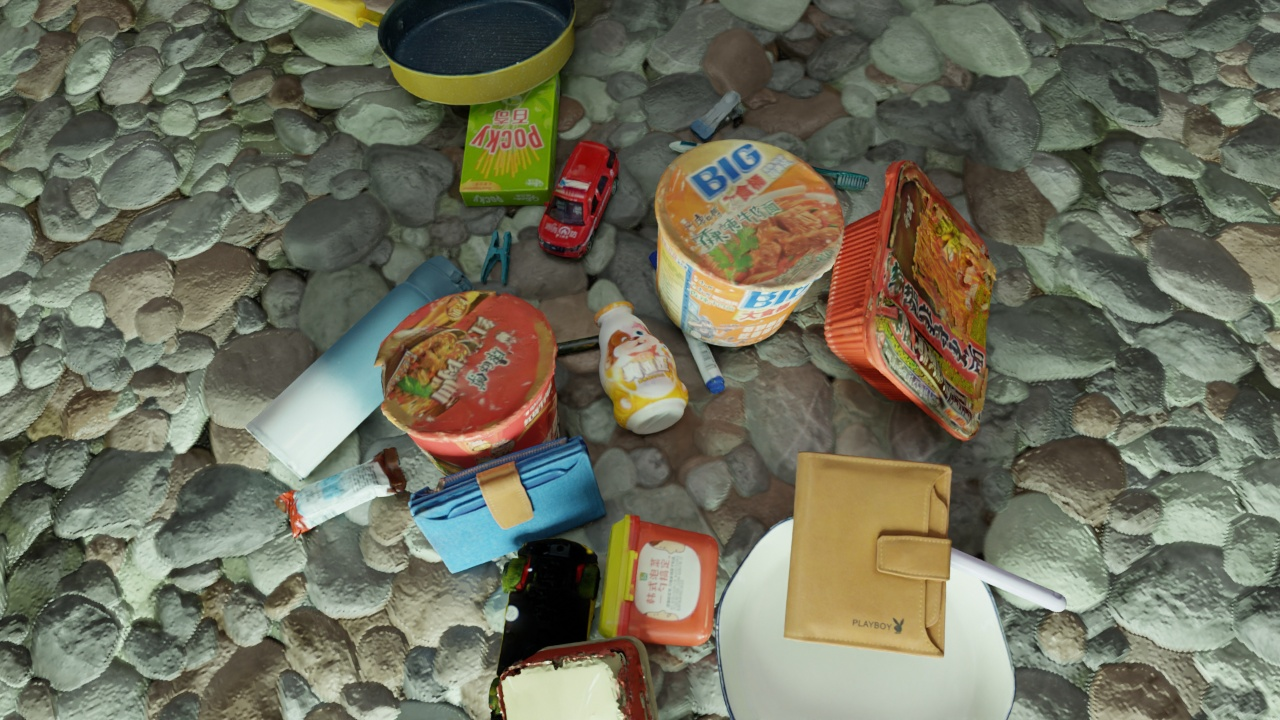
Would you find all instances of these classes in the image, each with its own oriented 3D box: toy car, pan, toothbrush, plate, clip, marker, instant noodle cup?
[{"bbox_3d":[-0.058,-0.150,0.847,0.053,0.045,0.120,13,68,12],"label":"toy car"},{"bbox_3d":[-0.241,-0.346,0.921,0.358,0.078,0.197,4,51,10],"label":"pan"},{"bbox_3d":[0.205,0.136,0.650,0.189,0.021,0.029,21,34,13],"label":"toothbrush"},{"bbox_3d":[0.154,0.209,0.654,0.205,0.046,0.204,-2,64,4],"label":"plate"},{"bbox_3d":[0.119,-0.184,0.867,0.192,0.016,0.018,12,76,10],"label":"toothbrush"},{"bbox_3d":[0.076,-0.238,0.893,0.056,0.028,0.024,-38,65,-3],"label":"clip"},{"bbox_3d":[-0.096,-0.007,0.793,0.186,0.017,0.012,-11,61,-1],"label":"toothbrush"},{"bbox_3d":[-0.070,0.206,0.673,0.071,0.041,0.155,4,68,6],"label":"toy car"},{"bbox_3d":[-0.130,-0.095,0.842,0.041,0.014,0.056,5,66,6],"label":"clip"},{"bbox_3d":[0.040,-0.035,0.798,0.017,0.017,0.145,-20,64,-6],"label":"marker"},{"bbox_3d":[0.079,-0.089,0.758,0.151,0.112,0.151,3,60,-6],"label":"instant noodle cup"},{"bbox_3d":[0.212,-0.045,0.724,0.079,0.164,0.188,-10,55,44],"label":"instant noodle cup"},{"bbox_3d":[-0.123,0.031,0.717,0.138,0.109,0.137,-4,53,5],"label":"instant noodle cup"}]

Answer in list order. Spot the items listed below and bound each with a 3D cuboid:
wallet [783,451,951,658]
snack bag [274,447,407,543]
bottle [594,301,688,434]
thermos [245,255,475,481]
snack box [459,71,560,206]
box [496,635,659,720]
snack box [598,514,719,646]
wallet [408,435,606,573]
[{"bbox_3d":[0.157,0.132,0.633,0.108,0.031,0.131,5,79,11],"label":"wallet"},{"bbox_3d":[-0.242,0.107,0.743,0.105,0.026,0.045,-24,55,-9],"label":"snack bag"},{"bbox_3d":[-0.004,0.004,0.755,0.063,0.063,0.108,-20,65,-6],"label":"bottle"},{"bbox_3d":[-0.228,0.001,0.775,0.070,0.070,0.220,36,70,19],"label":"thermos"},{"bbox_3d":[-0.125,-0.221,0.897,0.086,0.026,0.156,-1,64,5],"label":"snack box"},{"bbox_3d":[-0.031,0.269,0.582,0.091,0.078,0.168,-13,83,16],"label":"box"},{"bbox_3d":[0.014,0.164,0.668,0.080,0.082,0.091,8,71,-1],"label":"snack box"},{"bbox_3d":[-0.095,0.109,0.687,0.133,0.106,0.040,-21,53,-7],"label":"wallet"}]
